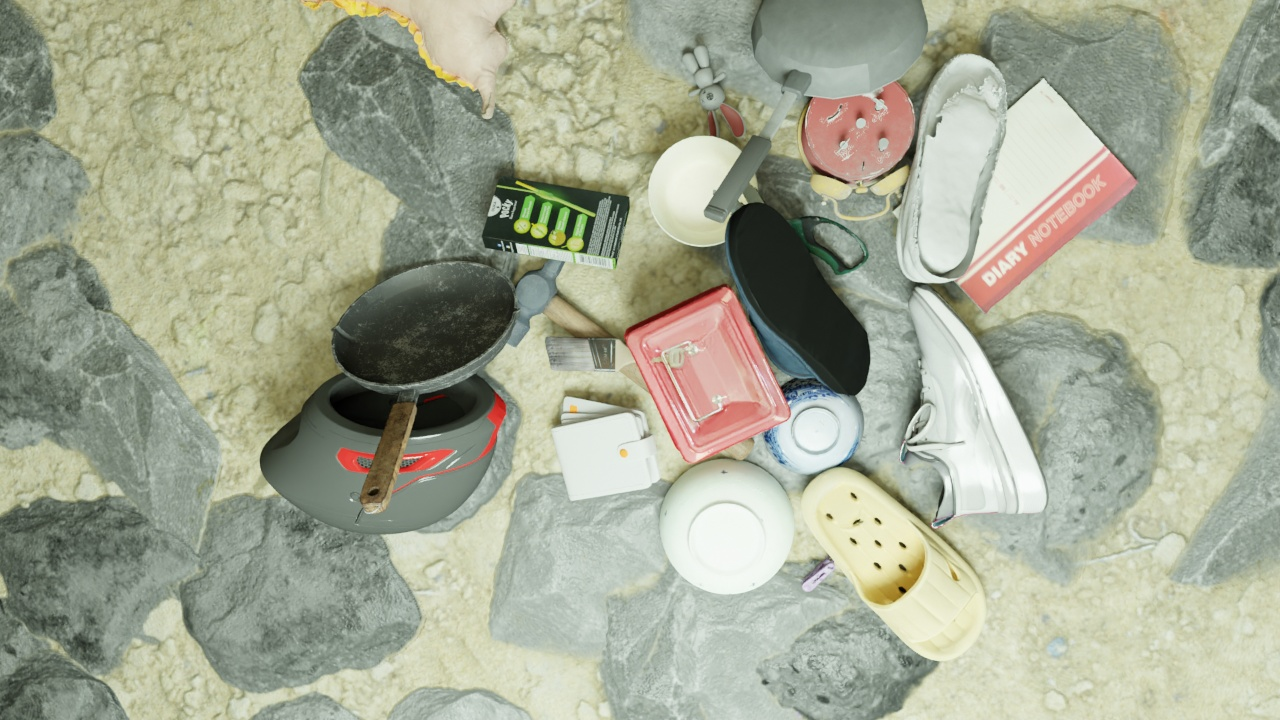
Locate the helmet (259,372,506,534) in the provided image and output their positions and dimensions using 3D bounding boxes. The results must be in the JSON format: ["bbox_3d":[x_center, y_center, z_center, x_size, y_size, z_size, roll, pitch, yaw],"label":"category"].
[{"bbox_3d":[-0.277,0.105,0.998,0.264,0.164,0.170,4,124,-1],"label":"helmet"}]

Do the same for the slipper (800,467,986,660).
[{"bbox_3d":[0.280,0.224,0.988,0.111,0.079,0.261,-43,94,6],"label":"slipper"}]

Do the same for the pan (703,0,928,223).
[{"bbox_3d":[0.156,-0.276,0.902,0.179,0.041,0.356,24,69,22],"label":"pan"}]

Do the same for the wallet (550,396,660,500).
[{"bbox_3d":[-0.042,0.091,1.025,0.119,0.037,0.115,-14,93,27],"label":"wallet"}]

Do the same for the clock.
[{"bbox_3d":[0.228,-0.227,0.963,0.117,0.081,0.159,-5,94,6],"label":"clock"}]

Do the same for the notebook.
[{"bbox_3d":[0.400,-0.175,0.984,0.209,0.012,0.153,-42,88,6],"label":"notebook"}]

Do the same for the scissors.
[{"bbox_3d":[0.137,-0.110,0.976,0.209,0.015,0.142,26,106,-24],"label":"scissors"}]

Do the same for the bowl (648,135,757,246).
[{"bbox_3d":[0.068,-0.180,0.992,0.115,0.062,0.115,0,95,5],"label":"bowl"}]

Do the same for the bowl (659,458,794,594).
[{"bbox_3d":[0.095,0.190,1.014,0.153,0.073,0.153,0,96,5],"label":"bowl"}]

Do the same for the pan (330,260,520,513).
[{"bbox_3d":[-0.229,0.020,0.931,0.208,0.356,0.040,-5,134,7],"label":"pan"}]

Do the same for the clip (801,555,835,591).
[{"bbox_3d":[0.202,0.239,1.028,0.014,0.042,0.052,41,83,0],"label":"clip"}]

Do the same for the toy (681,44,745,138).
[{"bbox_3d":[0.077,-0.287,0.999,0.049,0.030,0.111,-22,89,35],"label":"toy"}]

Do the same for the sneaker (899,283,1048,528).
[{"bbox_3d":[0.323,0.051,0.973,0.129,0.096,0.263,-23,87,17],"label":"sneaker"}]

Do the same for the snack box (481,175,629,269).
[{"bbox_3d":[-0.092,-0.152,1.011,0.147,0.025,0.080,10,67,5],"label":"snack box"}]

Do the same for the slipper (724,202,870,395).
[{"bbox_3d":[0.143,-0.051,0.945,0.084,0.265,0.108,-3,56,41],"label":"slipper"}]

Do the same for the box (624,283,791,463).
[{"bbox_3d":[0.067,0.011,0.967,0.134,0.112,0.157,-24,98,2],"label":"box"}]

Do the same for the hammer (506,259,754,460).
[{"bbox_3d":[-0.006,0.006,1.029,0.322,0.040,0.129,37,93,1],"label":"hammer"}]

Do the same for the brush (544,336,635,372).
[{"bbox_3d":[-0.030,-0.006,1.006,0.151,0.012,0.039,1,89,-2],"label":"brush"}]

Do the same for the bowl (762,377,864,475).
[{"bbox_3d":[0.191,0.074,1.008,0.114,0.045,0.114,0,94,6],"label":"bowl"}]

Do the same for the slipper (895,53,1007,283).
[{"bbox_3d":[0.320,-0.196,0.945,0.112,0.075,0.246,15,84,-23],"label":"slipper"}]

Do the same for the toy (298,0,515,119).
[{"bbox_3d":[-0.269,-0.376,1.010,0.264,0.065,0.196,8,90,6],"label":"toy"}]
